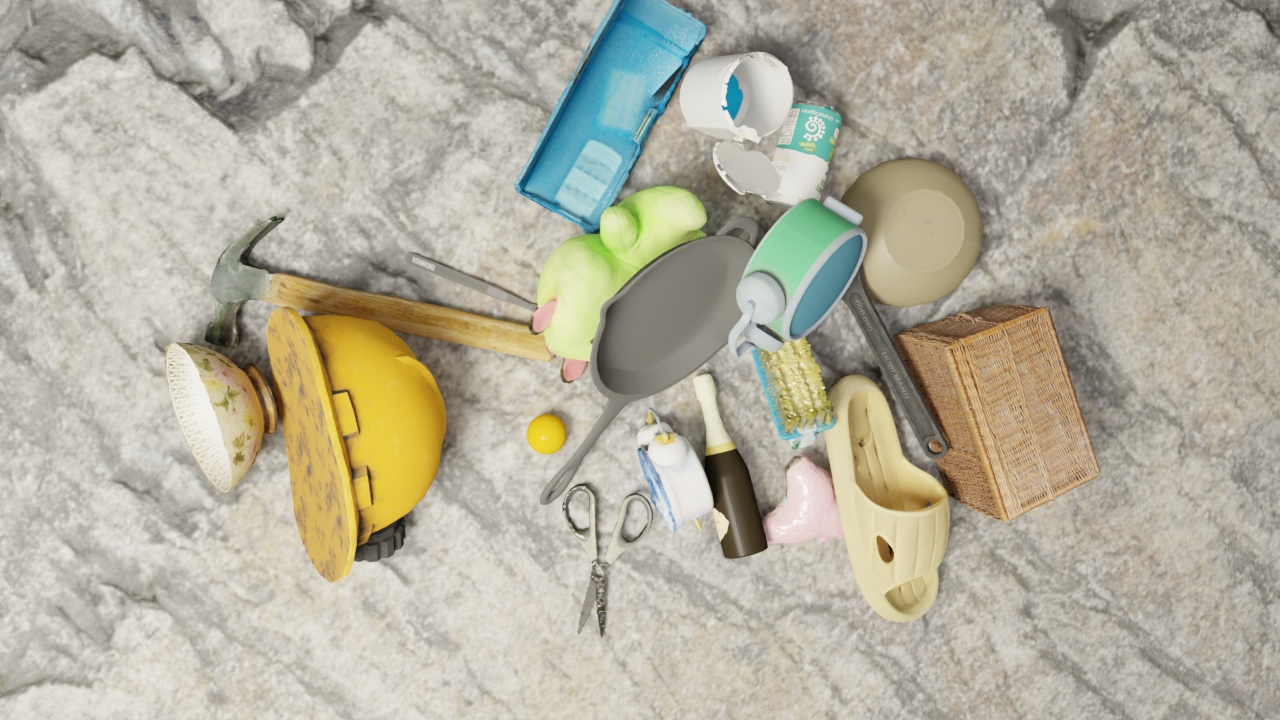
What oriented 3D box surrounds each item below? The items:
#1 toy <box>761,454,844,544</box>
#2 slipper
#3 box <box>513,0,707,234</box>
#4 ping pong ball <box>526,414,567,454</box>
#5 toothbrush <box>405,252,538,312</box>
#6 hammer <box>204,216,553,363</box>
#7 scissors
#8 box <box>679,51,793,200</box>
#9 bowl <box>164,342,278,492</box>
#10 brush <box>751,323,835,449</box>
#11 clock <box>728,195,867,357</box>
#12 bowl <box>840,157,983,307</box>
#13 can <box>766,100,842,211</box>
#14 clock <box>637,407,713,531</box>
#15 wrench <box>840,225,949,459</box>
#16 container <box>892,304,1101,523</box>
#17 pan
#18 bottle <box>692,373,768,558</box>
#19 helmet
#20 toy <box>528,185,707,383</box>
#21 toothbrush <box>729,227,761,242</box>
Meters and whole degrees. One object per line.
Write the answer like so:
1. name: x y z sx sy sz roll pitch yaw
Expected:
1. toy: 0.178 0.152 0.935 0.096 0.052 0.099 20 103 -12
2. slipper: 0.252 0.139 0.909 0.111 0.079 0.261 -20 94 -34
3. box: -0.025 -0.239 0.850 0.094 0.112 0.231 30 93 -6
4. ping pong ball: -0.093 0.074 0.912 0.040 0.040 0.040 0 96 -4
5. toothbrush: -0.153 -0.071 0.909 0.167 0.013 0.013 22 94 -4
6. hammer: -0.245 -0.049 0.895 0.330 0.033 0.132 12 94 -6
7. scissors: -0.047 0.200 0.942 0.150 0.012 0.165 44 102 -1
8. box: 0.088 -0.214 0.843 0.084 0.147 0.136 19 94 -24
9. bowl: -0.386 0.045 0.861 0.063 0.145 0.145 -22 99 -39
10. brush: 0.145 0.014 0.910 0.055 0.075 0.135 -14 65 -4
11. clock: 0.133 -0.071 0.842 0.075 0.122 0.161 38 76 23
12. bowl: 0.273 -0.128 0.915 0.152 0.050 0.152 0 96 -4
13. can: 0.158 -0.198 0.897 0.055 0.055 0.101 15 94 -6
14. clock: 0.029 0.106 0.900 0.052 0.089 0.125 -21 104 -8
15. wrench: 0.235 -0.025 0.909 0.073 0.018 0.273 -28 91 40
16. container: 0.350 0.045 0.907 0.112 0.114 0.198 -22 99 -7
17. pan: -0.005 0.005 0.877 0.024 0.216 0.355 48 113 31
18. bottle: 0.084 0.103 0.922 0.045 0.045 0.184 -14 85 -3
19. helmet: -0.247 0.064 0.842 0.131 0.205 0.256 -14 124 -31
20. toy: -0.024 -0.080 0.867 0.197 0.150 0.107 -31 60 1
21. toothbrush: 0.052 -0.065 0.919 0.024 0.022 0.185 41 90 11
